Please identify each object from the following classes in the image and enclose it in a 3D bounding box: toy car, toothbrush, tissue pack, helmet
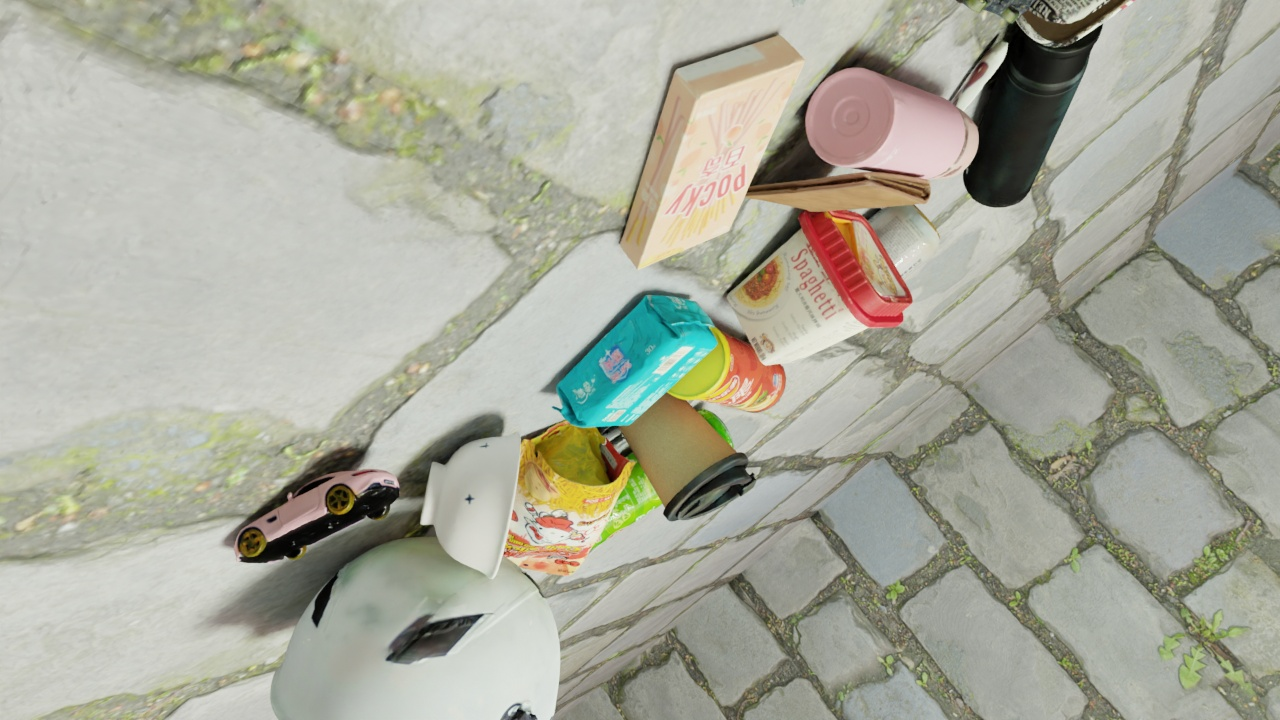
[{"bbox_3d":[-0.227,0.107,0.639,0.122,0.037,0.056,-27,159,8],"label":"toy car"},{"bbox_3d":[0.256,-0.200,0.800,0.017,0.016,0.188,-11,150,-32],"label":"toothbrush"},{"bbox_3d":[0.232,-0.254,0.594,0.120,0.045,0.053,-19,152,-53],"label":"toy car"},{"bbox_3d":[-0.005,0.004,0.761,0.134,0.050,0.093,-44,161,18],"label":"tissue pack"},{"bbox_3d":[-0.174,0.228,0.777,0.258,0.229,0.146,22,81,-64],"label":"helmet"}]

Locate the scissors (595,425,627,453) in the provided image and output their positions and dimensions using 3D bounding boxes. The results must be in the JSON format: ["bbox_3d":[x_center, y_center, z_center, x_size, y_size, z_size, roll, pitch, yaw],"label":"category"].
[{"bbox_3d":[0.000,0.069,0.968,0.160,0.014,0.180,-47,159,26],"label":"scissors"}]

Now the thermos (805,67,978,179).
[{"bbox_3d":[0.190,-0.168,0.694,0.087,0.067,0.198,-26,171,35],"label":"thermos"}]

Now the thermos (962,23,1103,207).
[{"bbox_3d":[0.350,-0.232,0.819,0.090,0.068,0.243,-57,163,-12],"label":"thermos"}]

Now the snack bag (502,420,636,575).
[{"bbox_3d":[-0.088,0.145,0.889,0.128,0.073,0.208,12,135,-17],"label":"snack bag"}]

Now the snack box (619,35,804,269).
[{"bbox_3d":[0.041,-0.127,0.582,0.084,0.026,0.158,-26,157,-27],"label":"snack box"}]

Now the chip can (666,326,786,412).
[{"bbox_3d":[0.082,0.011,0.891,0.073,0.073,0.216,-42,160,12],"label":"chip can"}]

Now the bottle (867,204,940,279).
[{"bbox_3d":[0.204,-0.077,0.905,0.190,0.068,0.068,-41,160,11],"label":"bottle"}]

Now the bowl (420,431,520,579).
[{"bbox_3d":[-0.138,0.109,0.729,0.064,0.118,0.119,12,142,-12],"label":"bowl"}]

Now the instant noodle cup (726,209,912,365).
[{"bbox_3d":[0.155,-0.059,0.816,0.124,0.116,0.116,-36,163,30],"label":"instant noodle cup"}]

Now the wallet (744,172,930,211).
[{"bbox_3d":[0.150,-0.127,0.691,0.101,0.020,0.115,1,-176,38],"label":"wallet"}]

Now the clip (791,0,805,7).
[{"bbox_3d":[0.090,-0.215,0.481,0.056,0.027,0.024,-52,159,11],"label":"clip"}]

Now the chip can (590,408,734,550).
[{"bbox_3d":[0.005,0.134,1.033,0.221,0.072,0.073,-30,159,-19],"label":"chip can"}]

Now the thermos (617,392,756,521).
[{"bbox_3d":[0.033,0.079,0.851,0.093,0.143,0.093,-32,159,-14],"label":"thermos"}]

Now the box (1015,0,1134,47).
[{"bbox_3d":[0.343,-0.297,0.662,0.163,0.076,0.073,-34,164,-5],"label":"box"}]
